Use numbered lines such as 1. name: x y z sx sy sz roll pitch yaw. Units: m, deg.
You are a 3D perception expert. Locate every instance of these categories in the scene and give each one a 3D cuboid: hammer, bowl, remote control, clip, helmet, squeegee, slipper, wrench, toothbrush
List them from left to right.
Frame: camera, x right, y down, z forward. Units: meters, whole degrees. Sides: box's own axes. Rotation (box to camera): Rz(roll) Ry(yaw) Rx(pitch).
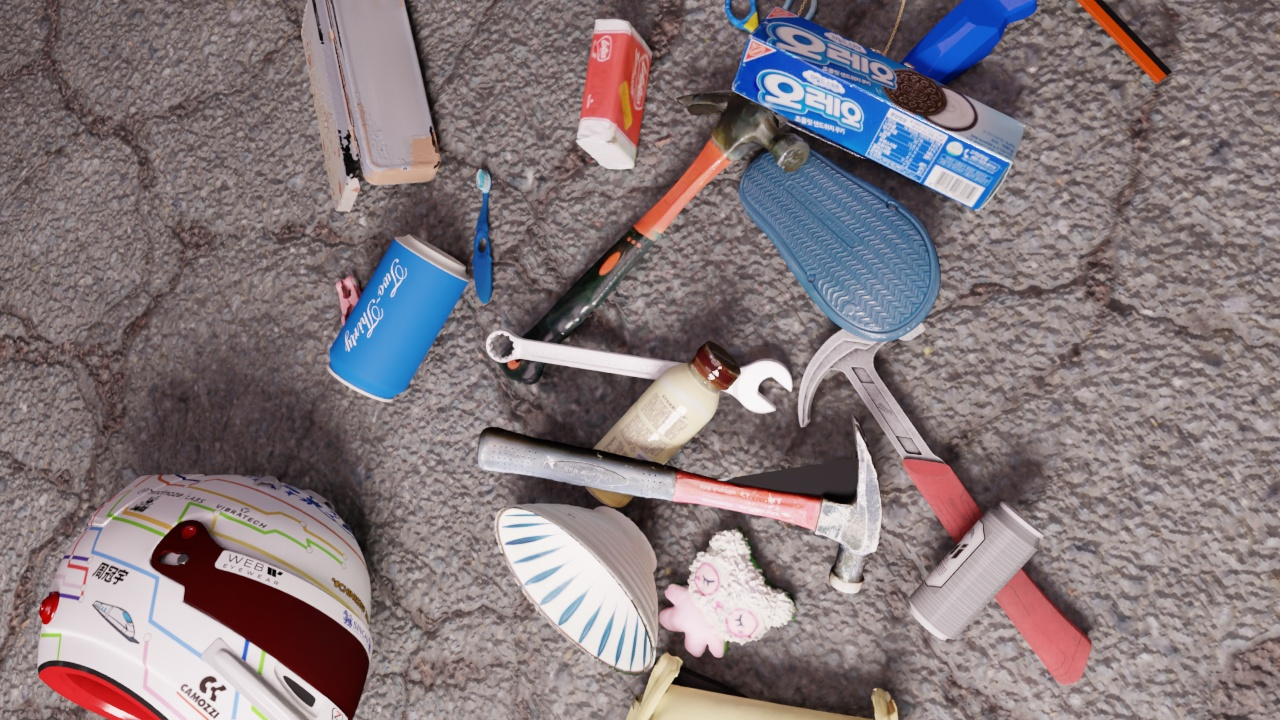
1. helmet: -0.350 0.218 0.794 0.315 0.231 0.235 14 52 24
2. clip: -0.283 -0.059 0.914 0.037 0.022 0.058 -26 75 17
3. toothbrush: -0.151 -0.120 0.882 0.021 0.016 0.132 -4 82 19
4. bowl: -0.036 0.172 0.769 0.177 0.178 0.070 38 55 17
5. hammer: -0.009 -0.101 0.816 0.333 0.033 0.133 -46 56 12
6. wrench: -0.005 0.005 0.802 0.273 0.009 0.047 9 106 10
7. hammer: 0.030 0.091 0.734 0.326 0.036 0.141 10 108 6
8. remote control: 0.064 0.291 0.772 0.125 0.010 0.039 17 89 18
9. slipper: 0.164 -0.103 0.760 0.104 0.059 0.213 -40 59 8
10. hammer: 0.243 0.110 0.727 0.126 0.036 0.315 -35 76 13
11. squeegee: 0.264 -0.263 0.748 0.185 0.055 0.249 -41 76 21

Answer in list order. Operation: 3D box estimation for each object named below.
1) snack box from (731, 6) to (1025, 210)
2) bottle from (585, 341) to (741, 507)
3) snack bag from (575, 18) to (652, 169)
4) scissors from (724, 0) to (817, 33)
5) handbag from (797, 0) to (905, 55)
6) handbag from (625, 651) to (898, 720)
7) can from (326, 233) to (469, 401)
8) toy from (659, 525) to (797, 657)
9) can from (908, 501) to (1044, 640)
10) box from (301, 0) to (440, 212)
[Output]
1. snack box: 0.188 -0.202 0.734 0.226 0.059 0.059 28 54 8
2. bottle: 0.017 0.053 0.774 0.162 0.056 0.056 -47 73 19
3. snack bag: -0.022 -0.237 0.822 0.036 0.077 0.116 8 86 20
4. scissors: 0.119 -0.284 0.820 0.105 0.019 0.132 -9 84 18
5. handbag: 0.181 -0.299 0.788 0.084 0.027 0.178 26 92 10
6. handbag: 0.082 0.336 0.714 0.233 0.088 0.191 3 89 18
7. can: -0.228 -0.041 0.864 0.079 0.079 0.146 33 94 18
8. toy: 0.066 0.204 0.768 0.109 0.041 0.095 -42 75 15
9. can: 0.248 0.157 0.682 0.044 0.044 0.107 41 102 17
10. box: -0.274 -0.267 0.925 0.105 0.096 0.216 -11 78 -19
